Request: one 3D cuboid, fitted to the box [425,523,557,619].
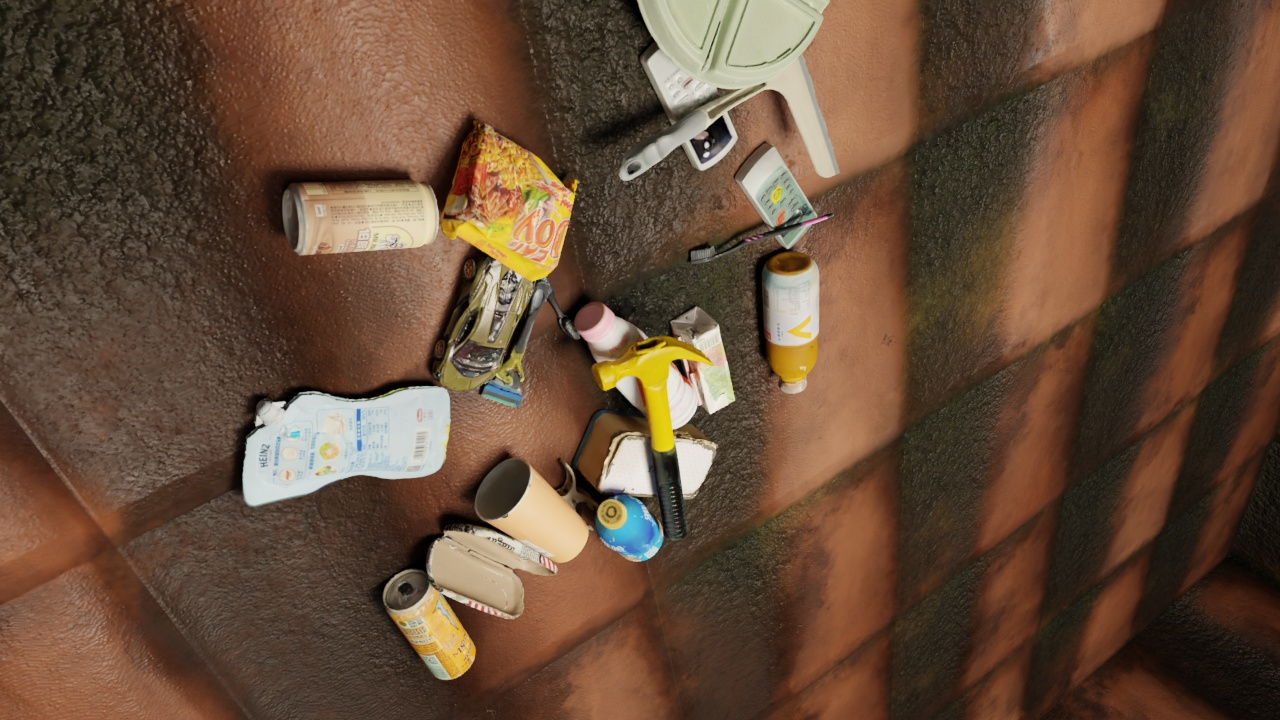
[{"bbox_3d":[-0.164,0.234,1.038,0.087,0.075,0.162,-27,137,23],"label":"box"}]

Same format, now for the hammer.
[{"bbox_3d":[0.027,0.096,1.039,0.128,0.033,0.301,-21,131,-16],"label":"hammer"}]

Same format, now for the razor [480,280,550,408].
[{"bbox_3d":[-0.123,-0.020,0.945,0.042,0.022,0.143,18,111,-13],"label":"razor"}]

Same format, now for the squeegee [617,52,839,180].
[{"bbox_3d":[0.067,-0.240,0.906,0.246,0.039,0.246,-36,118,-21],"label":"squeegee"}]

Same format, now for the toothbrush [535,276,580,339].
[{"bbox_3d":[-0.102,-0.086,0.925,0.014,0.016,0.190,-37,133,-11],"label":"toothbrush"}]

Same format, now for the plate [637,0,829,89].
[{"bbox_3d":[0.094,-0.371,0.848,0.229,0.027,0.230,-9,107,-30],"label":"plate"}]

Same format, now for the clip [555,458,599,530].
[{"bbox_3d":[-0.082,0.161,1.091,0.072,0.035,0.100,-44,126,-6],"label":"clip"}]

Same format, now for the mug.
[{"bbox_3d":[-0.116,0.173,1.023,0.078,0.078,0.123,-46,127,-5],"label":"mug"}]

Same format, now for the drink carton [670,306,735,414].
[{"bbox_3d":[0.074,0.002,1.092,0.045,0.053,0.123,-29,132,-15],"label":"drink carton"}]

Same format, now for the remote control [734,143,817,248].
[{"bbox_3d":[0.158,-0.188,1.058,0.056,0.019,0.135,-48,135,-2],"label":"remote control"}]

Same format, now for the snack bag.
[{"bbox_3d":[-0.279,0.078,0.878,0.190,0.039,0.110,-3,124,-35],"label":"snack bag"}]

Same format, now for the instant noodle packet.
[{"bbox_3d":[-0.115,-0.142,0.840,0.128,0.044,0.110,26,76,-46],"label":"instant noodle packet"}]

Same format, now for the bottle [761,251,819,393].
[{"bbox_3d":[0.188,-0.042,1.141,0.067,0.068,0.190,-26,130,-23],"label":"bottle"}]

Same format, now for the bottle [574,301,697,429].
[{"bbox_3d":[-0.006,0.006,1.022,0.068,0.068,0.197,-47,135,-4],"label":"bottle"}]

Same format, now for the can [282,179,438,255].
[{"bbox_3d":[-0.234,-0.121,0.769,0.116,0.058,0.059,-9,122,-33],"label":"can"}]

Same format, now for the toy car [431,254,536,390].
[{"bbox_3d":[-0.152,-0.036,0.902,0.070,0.042,0.158,9,114,-40],"label":"toy car"}]

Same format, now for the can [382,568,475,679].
[{"bbox_3d":[-0.237,0.300,1.037,0.058,0.058,0.146,-32,133,-17],"label":"can"}]

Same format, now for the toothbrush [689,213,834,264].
[{"bbox_3d":[0.141,-0.145,1.057,0.189,0.014,0.018,-20,119,-14],"label":"toothbrush"}]

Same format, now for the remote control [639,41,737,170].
[{"bbox_3d":[0.052,-0.262,0.928,0.058,0.021,0.150,-43,134,-8],"label":"remote control"}]

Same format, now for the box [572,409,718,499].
[{"bbox_3d":[0.004,0.115,1.107,0.184,0.062,0.090,14,107,-40],"label":"box"}]

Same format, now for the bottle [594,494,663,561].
[{"bbox_3d":[-0.018,0.194,1.076,0.065,0.065,0.219,-45,161,-6],"label":"bottle"}]
